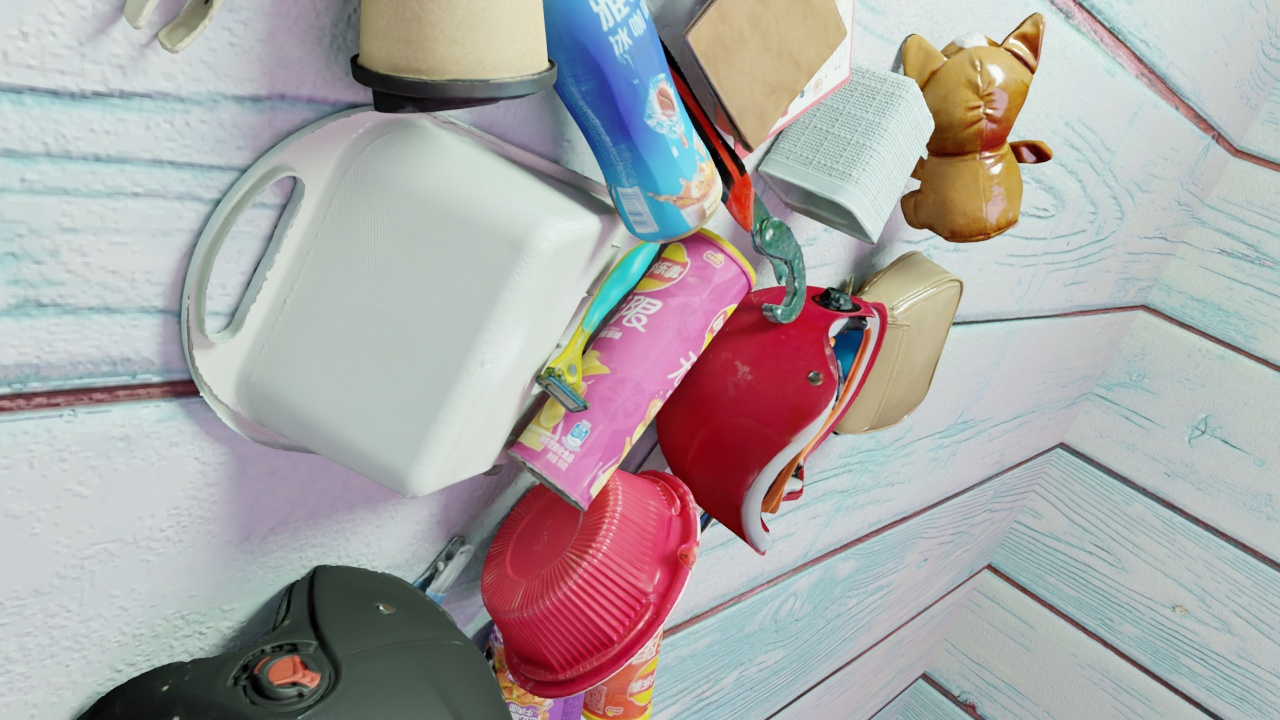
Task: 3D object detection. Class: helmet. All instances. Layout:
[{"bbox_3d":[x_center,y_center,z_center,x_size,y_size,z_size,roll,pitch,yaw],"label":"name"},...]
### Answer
[{"bbox_3d":[0.103,0.023,0.772,0.239,0.144,0.207,-44,154,-45],"label":"helmet"},{"bbox_3d":[-0.195,0.274,0.546,0.274,0.230,0.234,9,111,-34],"label":"helmet"}]

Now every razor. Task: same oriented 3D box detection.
[{"bbox_3d":[-0.024,-0.030,0.615,0.043,0.028,0.132,43,69,-37],"label":"razor"}]

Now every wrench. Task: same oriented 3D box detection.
[{"bbox_3d":[0.050,-0.125,0.604,0.273,0.016,0.056,51,61,-37],"label":"wrench"}]

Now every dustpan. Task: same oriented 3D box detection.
[{"bbox_3d":[-0.126,-0.035,0.538,0.223,0.142,0.257,-61,177,9],"label":"dustpan"}]

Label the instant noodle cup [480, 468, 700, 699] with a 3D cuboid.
[{"bbox_3d":[-0.051,0.145,0.676,0.066,0.194,0.193,44,81,-27],"label":"instant noodle cup"}]

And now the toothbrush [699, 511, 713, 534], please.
[{"bbox_3d":[0.069,0.153,0.910,0.189,0.014,0.016,-51,148,-7],"label":"toothbrush"}]

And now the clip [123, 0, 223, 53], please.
[{"bbox_3d":[-0.160,-0.173,0.345,0.103,0.035,0.092,-35,148,-16],"label":"clip"}]

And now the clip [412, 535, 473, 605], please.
[{"bbox_3d":[-0.146,0.156,0.680,0.058,0.038,0.026,-52,146,-2],"label":"clip"}]

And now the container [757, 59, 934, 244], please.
[{"bbox_3d":[0.168,-0.168,0.730,0.111,0.090,0.090,-60,148,2],"label":"container"}]

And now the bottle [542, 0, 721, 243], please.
[{"bbox_3d":[-0.020,-0.161,0.493,0.065,0.065,0.219,-45,132,-16],"label":"bottle"}]

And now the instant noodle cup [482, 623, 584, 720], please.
[{"bbox_3d":[-0.093,0.271,0.778,0.111,0.112,0.099,-4,113,-52],"label":"instant noodle cup"}]

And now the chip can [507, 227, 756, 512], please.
[{"bbox_3d":[-0.004,0.004,0.655,0.210,0.071,0.071,-53,148,-14],"label":"chip can"}]

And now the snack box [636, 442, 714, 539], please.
[{"bbox_3d":[0.038,0.129,0.887,0.084,0.027,0.156,-54,148,-2],"label":"snack box"}]

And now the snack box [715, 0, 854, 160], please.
[{"bbox_3d":[0.089,-0.215,0.620,0.126,0.044,0.113,-39,145,-23],"label":"snack box"}]

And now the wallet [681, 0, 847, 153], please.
[{"bbox_3d":[0.078,-0.198,0.562,0.101,0.020,0.115,-51,145,-3],"label":"wallet"}]

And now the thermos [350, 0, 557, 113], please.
[{"bbox_3d":[-0.082,-0.177,0.397,0.092,0.093,0.143,-24,128,-40],"label":"thermos"}]

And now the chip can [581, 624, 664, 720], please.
[{"bbox_3d":[-0.011,0.213,0.802,0.073,0.073,0.217,-13,117,-47],"label":"chip can"}]

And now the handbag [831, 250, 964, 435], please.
[{"bbox_3d":[0.257,-0.016,0.983,0.147,0.100,0.205,-21,135,-31],"label":"handbag"}]

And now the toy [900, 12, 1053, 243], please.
[{"bbox_3d":[0.299,-0.210,0.837,0.140,0.130,0.200,-14,130,6],"label":"toy"}]
